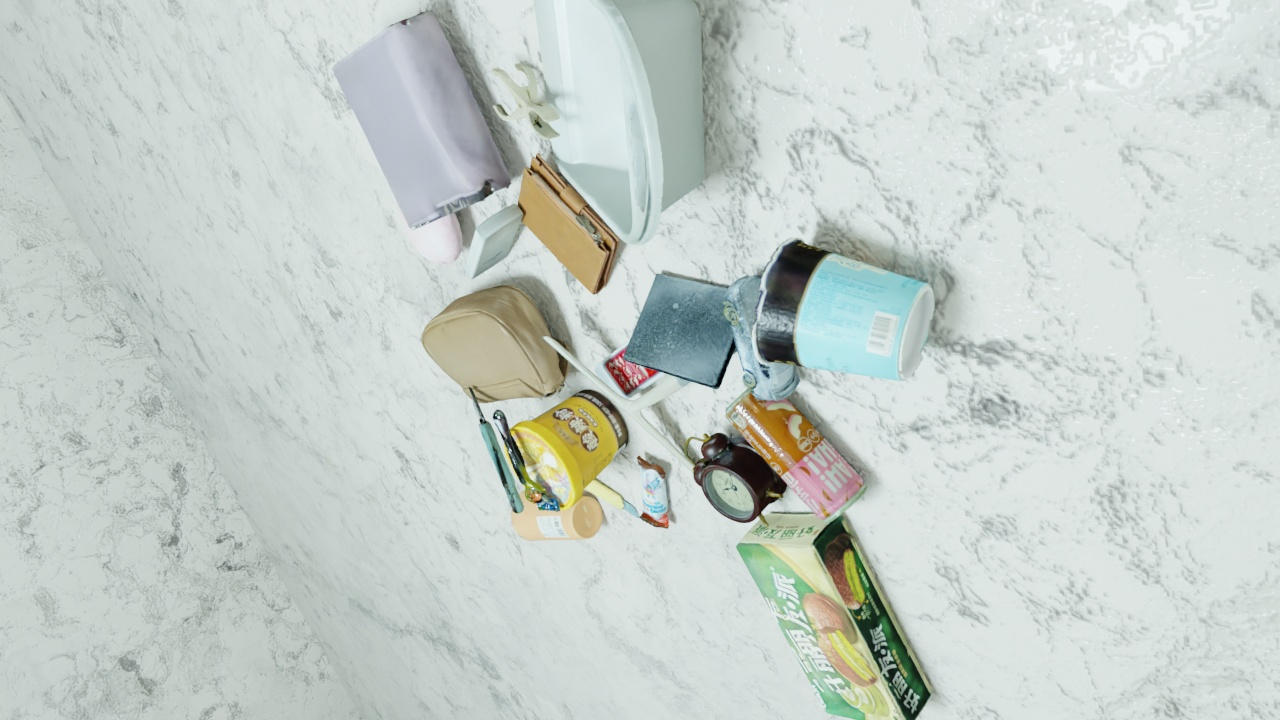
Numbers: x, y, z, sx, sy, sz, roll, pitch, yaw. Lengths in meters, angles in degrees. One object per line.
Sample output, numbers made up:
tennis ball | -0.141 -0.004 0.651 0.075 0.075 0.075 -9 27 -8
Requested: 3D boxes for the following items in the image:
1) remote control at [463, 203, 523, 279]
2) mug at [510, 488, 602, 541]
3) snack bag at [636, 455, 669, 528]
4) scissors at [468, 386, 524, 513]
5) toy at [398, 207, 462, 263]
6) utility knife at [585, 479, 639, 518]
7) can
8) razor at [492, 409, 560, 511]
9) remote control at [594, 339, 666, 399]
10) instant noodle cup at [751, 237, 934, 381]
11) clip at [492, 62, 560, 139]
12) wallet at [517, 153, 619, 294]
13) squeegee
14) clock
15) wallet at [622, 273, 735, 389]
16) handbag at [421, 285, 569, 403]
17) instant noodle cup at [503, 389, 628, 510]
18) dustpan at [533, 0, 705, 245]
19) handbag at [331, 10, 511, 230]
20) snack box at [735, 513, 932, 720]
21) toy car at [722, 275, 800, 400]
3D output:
remote control | -0.169 -0.134 1.044 0.019 0.056 0.135 52 159 2
mug | -0.116 0.219 1.291 0.123 0.078 0.078 -6 115 46
snack bag | 0.017 0.163 1.134 0.045 0.026 0.105 26 134 37
scissors | -0.178 0.120 1.140 0.174 0.019 0.177 54 163 47
toy | -0.269 -0.193 1.129 0.121 0.054 0.159 12 129 56
utility knife | -0.073 0.169 1.246 0.175 0.019 0.031 31 143 29
can | 0.150 0.086 0.893 0.147 0.057 0.058 48 144 8
razor | -0.141 0.122 1.084 0.043 0.022 0.143 -7 113 48
remote control | -0.006 0.006 1.033 0.056 0.020 0.136 53 144 -2
instant noodle cup | 0.168 -0.035 0.744 0.120 0.111 0.111 16 131 29
clip | -0.112 -0.263 0.897 0.104 0.034 0.089 31 134 53
wallet | -0.079 -0.142 0.974 0.132 0.031 0.108 46 154 11
squeegee | 0.039 0.017 0.953 0.246 0.039 0.247 43 138 -10
clock | 0.099 0.121 0.981 0.122 0.055 0.082 35 141 19
wallet | 0.045 -0.031 0.895 0.121 0.097 0.019 17 173 38
handbag | -0.177 -0.019 1.144 0.205 0.099 0.148 -7 121 51
instant noodle cup | -0.085 0.103 1.122 0.118 0.114 0.119 29 138 31
dustpan | -0.042 -0.218 0.786 0.258 0.142 0.223 24 135 33
handbag | -0.231 -0.258 0.998 0.145 0.098 0.197 -4 115 52
snack box | 0.208 0.277 0.983 0.115 0.063 0.240 -12 111 53
toy car | 0.114 -0.021 0.848 0.037 0.054 0.121 4 121 50
